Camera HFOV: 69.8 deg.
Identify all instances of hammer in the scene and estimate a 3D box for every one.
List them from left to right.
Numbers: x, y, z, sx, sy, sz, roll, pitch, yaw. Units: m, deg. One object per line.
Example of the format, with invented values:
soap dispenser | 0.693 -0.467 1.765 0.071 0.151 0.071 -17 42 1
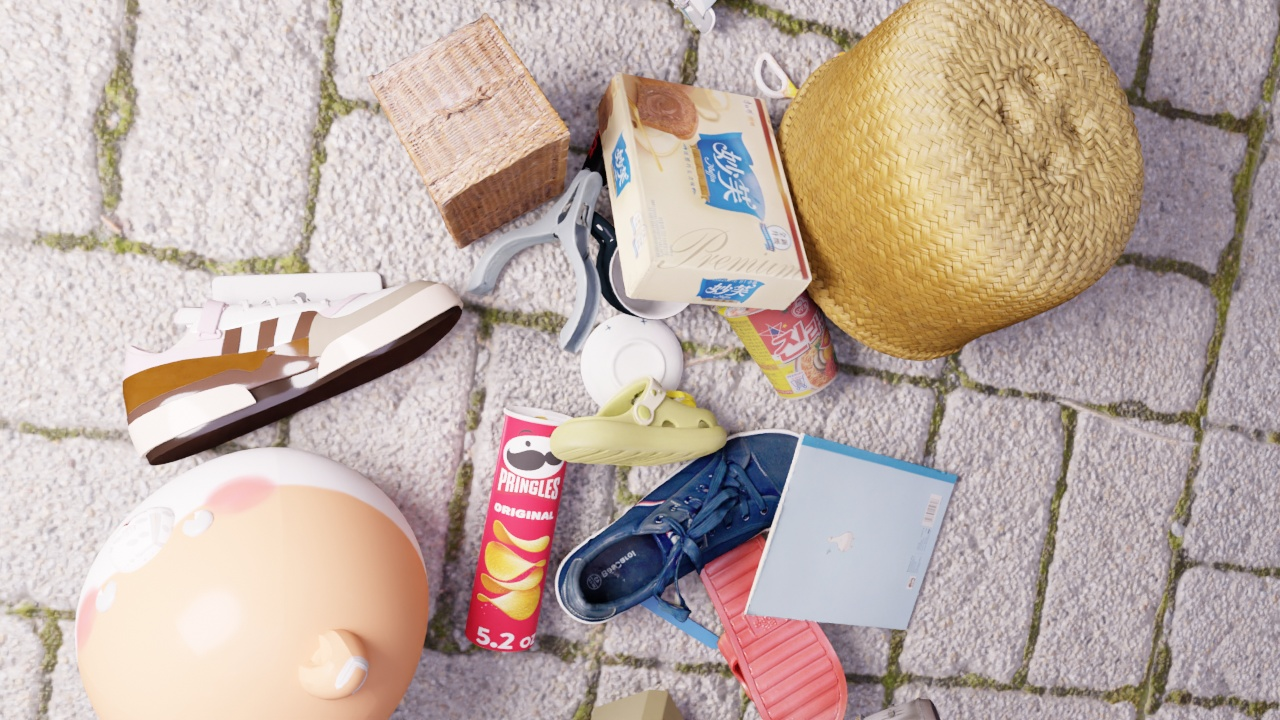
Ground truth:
hammer | 0.123 0.383 0.864 0.325 0.100 0.190 -24 101 16

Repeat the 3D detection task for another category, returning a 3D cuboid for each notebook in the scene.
notebook | 0.221 0.180 0.928 0.253 0.009 0.181 17 92 -37

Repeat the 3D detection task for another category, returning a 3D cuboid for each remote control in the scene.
remote control | -0.311 -0.056 0.837 0.146 0.008 0.045 -3 96 -12

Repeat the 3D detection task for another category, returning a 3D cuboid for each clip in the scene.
clip | -0.072 -0.069 0.813 0.169 0.031 0.164 -40 64 21

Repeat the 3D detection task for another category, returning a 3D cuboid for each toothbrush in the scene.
toothbrush | 0.017 0.252 0.941 0.166 0.014 0.016 36 86 -17

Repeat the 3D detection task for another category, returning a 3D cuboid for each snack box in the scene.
snack box | 0.052 -0.149 0.805 0.153 0.055 0.207 3 61 -22

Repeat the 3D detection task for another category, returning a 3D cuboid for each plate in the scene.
plate | -0.005 0.005 0.901 0.104 0.026 0.104 -1 95 -12

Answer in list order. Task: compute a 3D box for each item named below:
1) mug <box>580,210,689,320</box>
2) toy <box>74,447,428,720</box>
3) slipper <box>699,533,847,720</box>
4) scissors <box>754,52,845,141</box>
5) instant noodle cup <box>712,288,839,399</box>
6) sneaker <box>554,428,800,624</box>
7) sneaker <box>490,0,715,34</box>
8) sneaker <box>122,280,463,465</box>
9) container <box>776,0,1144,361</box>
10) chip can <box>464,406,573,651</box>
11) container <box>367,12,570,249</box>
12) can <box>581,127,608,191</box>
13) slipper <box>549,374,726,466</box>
mug | -0.009 -0.094 0.854 0.121 0.094 0.085 43 85 -13
toy | -0.302 0.208 0.730 0.262 0.281 0.266 -40 122 -6
slipper | 0.129 0.277 0.943 0.103 0.059 0.248 -24 85 -10
scissors | 0.163 -0.264 0.918 0.131 0.011 0.125 35 86 -12
instant noodle cup | 0.144 -0.026 0.900 0.100 0.100 0.112 -33 109 -8
sneaker | 0.055 0.156 0.866 0.294 0.127 0.120 -30 82 -12
sneaker | -0.012 -0.354 0.838 0.256 0.093 0.160 -33 110 -6
sneaker | -0.306 -0.022 0.801 0.293 0.112 0.116 -25 86 -7
container | 0.287 -0.169 0.822 0.306 0.197 0.306 5 77 -22
chip can | -0.114 0.158 0.871 0.069 0.069 0.220 10 94 -13
container | -0.137 -0.182 0.766 0.113 0.198 0.112 -31 89 -7
can | -0.030 -0.203 0.871 0.031 0.031 0.080 23 91 -14
slipper | -0.005 0.057 0.860 0.190 0.092 0.081 4 70 -42
